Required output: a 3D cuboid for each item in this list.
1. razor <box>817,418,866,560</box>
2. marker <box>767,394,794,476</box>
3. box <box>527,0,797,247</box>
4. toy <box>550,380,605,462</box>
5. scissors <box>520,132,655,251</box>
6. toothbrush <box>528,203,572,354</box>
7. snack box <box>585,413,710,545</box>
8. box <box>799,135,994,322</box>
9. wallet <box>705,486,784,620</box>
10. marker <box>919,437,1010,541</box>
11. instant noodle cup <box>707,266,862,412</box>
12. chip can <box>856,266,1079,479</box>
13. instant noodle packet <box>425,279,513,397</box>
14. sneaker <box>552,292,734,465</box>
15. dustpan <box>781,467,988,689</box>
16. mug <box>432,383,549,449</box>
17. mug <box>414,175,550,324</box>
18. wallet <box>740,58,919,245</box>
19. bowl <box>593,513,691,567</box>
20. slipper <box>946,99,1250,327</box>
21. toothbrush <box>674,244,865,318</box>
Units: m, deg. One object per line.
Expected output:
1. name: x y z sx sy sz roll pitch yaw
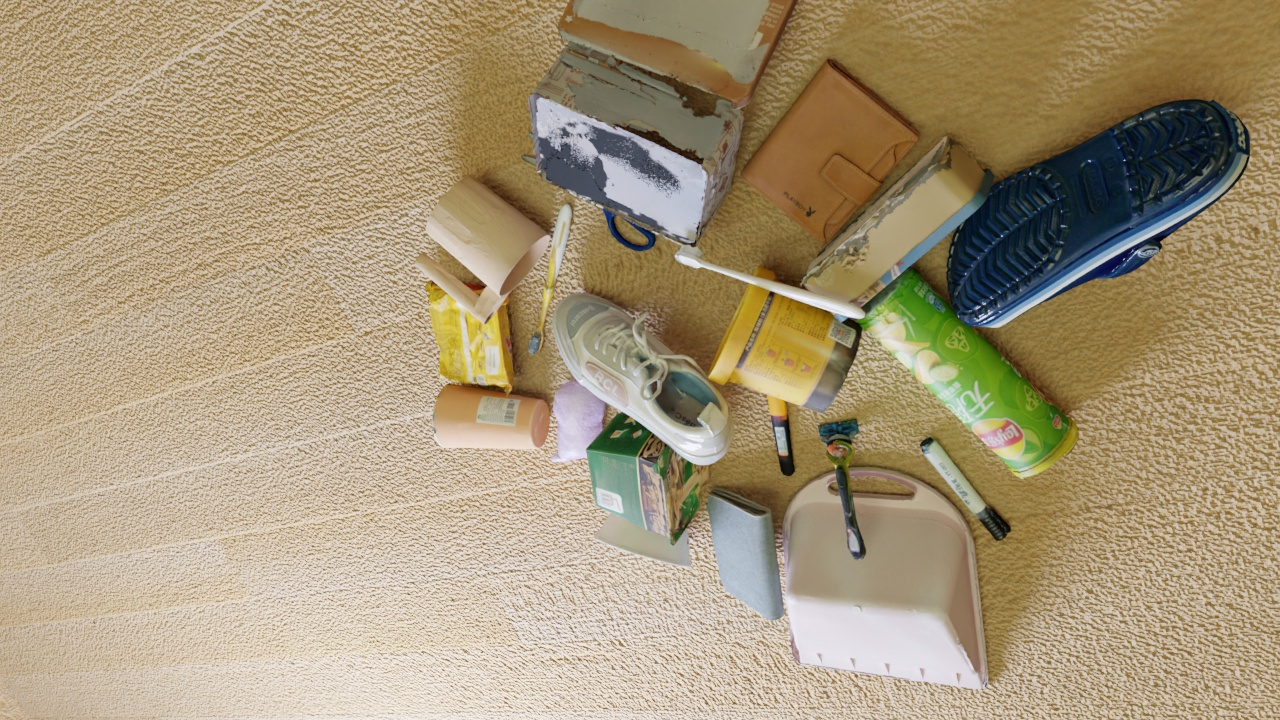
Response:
1. razor: 0.210 0.133 0.938 0.043 0.022 0.142 -12 81 32
2. marker: 0.150 0.071 0.975 0.018 0.015 0.124 1 119 26
3. box: 0.018 -0.242 0.832 0.180 0.156 0.226 24 82 10
4. toy: -0.067 0.073 1.060 0.084 0.038 0.108 1 113 8
5. scissors: -0.048 -0.169 0.935 0.171 0.012 0.141 4 117 24
6. toothbrush: -0.100 -0.084 1.000 0.016 0.018 0.192 22 123 7
7. snack box: 0.005 0.119 1.007 0.106 0.117 0.118 6 120 26
8. box: 0.223 -0.115 0.793 0.059 0.089 0.185 45 130 -3
9. wallet: 0.119 0.213 1.032 0.107 0.036 0.130 19 124 58
10. marker: 0.327 0.129 0.923 0.023 0.018 0.130 -36 99 26
11. instant noodle cup: 0.140 -0.014 0.875 0.114 0.118 0.119 23 124 3
12. chip can: 0.295 0.009 0.839 0.221 0.072 0.073 43 125 -2
13. instant noodle packet: -0.193 -0.026 1.059 0.111 0.044 0.128 10 117 27
14. sneaker: -0.005 0.005 0.923 0.242 0.089 0.091 41 164 22
15. dustpan: 0.269 0.244 1.019 0.223 0.138 0.273 2 145 22
16. mug: -0.174 0.070 1.088 0.123 0.078 0.078 4 118 17
17. mug: -0.172 -0.117 0.972 0.103 0.084 0.125 40 113 2
18. wallet: 0.167 -0.183 0.819 0.108 0.031 0.132 41 127 1
19. bowl: 0.011 0.192 1.065 0.118 0.118 0.064 15 83 17
20. slipper: 0.359 -0.114 0.736 0.095 0.105 0.254 11 149 -29
21. toothbrush: 0.114 -0.071 0.819 0.180 0.016 0.016 21 156 19
